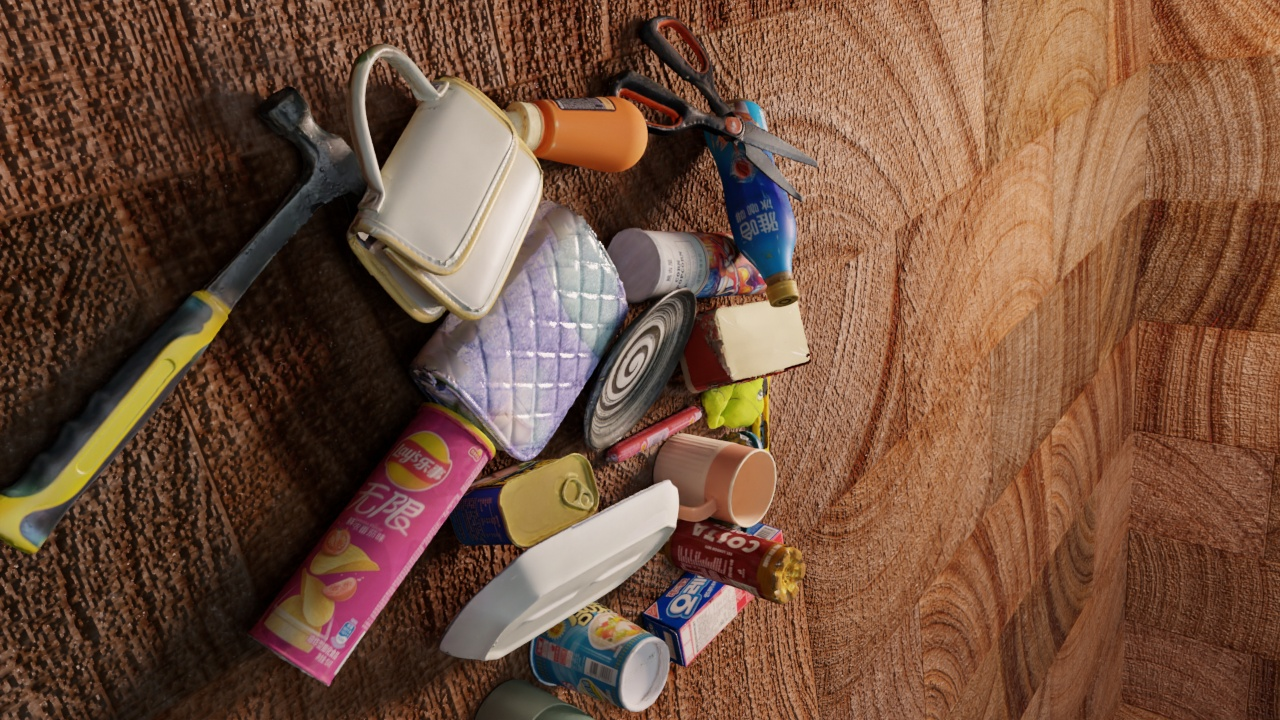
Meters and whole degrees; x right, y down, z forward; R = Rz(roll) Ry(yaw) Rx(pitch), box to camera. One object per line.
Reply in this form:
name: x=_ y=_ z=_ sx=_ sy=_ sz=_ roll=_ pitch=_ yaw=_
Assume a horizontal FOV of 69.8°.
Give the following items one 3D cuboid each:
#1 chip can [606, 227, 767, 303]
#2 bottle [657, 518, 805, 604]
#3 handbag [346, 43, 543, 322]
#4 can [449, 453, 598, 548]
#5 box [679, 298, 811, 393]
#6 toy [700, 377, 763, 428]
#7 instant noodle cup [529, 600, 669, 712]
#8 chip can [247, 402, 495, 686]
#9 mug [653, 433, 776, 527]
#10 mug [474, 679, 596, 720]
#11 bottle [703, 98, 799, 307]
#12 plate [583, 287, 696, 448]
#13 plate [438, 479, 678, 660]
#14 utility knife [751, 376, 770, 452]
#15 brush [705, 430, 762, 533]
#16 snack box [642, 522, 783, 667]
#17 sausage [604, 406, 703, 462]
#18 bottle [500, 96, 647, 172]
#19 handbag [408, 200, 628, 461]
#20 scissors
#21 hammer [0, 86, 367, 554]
chip can: x=0.061 y=-0.098 z=0.941 sx=0.214 sy=0.071 sz=0.071 roll=-8 pitch=103 yaw=-49
bottle: x=0.080 y=0.198 z=0.944 sx=0.057 sy=0.175 sz=0.057 roll=-14 pitch=108 yaw=-47
handbag: x=-0.152 y=-0.135 z=0.667 sx=0.179 sy=0.063 sz=0.163 roll=52 pitch=47 yaw=-44
can: x=-0.101 y=0.120 z=0.781 sx=0.101 sy=0.083 sz=0.057 roll=-20 pitch=96 yaw=-45
box: x=0.120 y=-0.024 z=1.003 sx=0.168 sy=0.077 sz=0.091 roll=-12 pitch=87 yaw=-48
toy: x=0.107 y=0.044 z=1.054 sx=0.100 sy=0.031 sz=0.096 roll=45 pitch=64 yaw=-39
instant noodle cup: x=-0.035 y=0.282 z=0.880 sx=0.099 sy=0.110 sz=0.099 roll=-12 pitch=107 yaw=-46
chip can: x=-0.198 y=0.133 z=0.691 sx=0.210 sy=0.071 sz=0.071 roll=-56 pitch=134 yaw=-25
mug: x=0.068 y=0.131 z=0.969 sx=0.114 sy=0.106 sz=0.082 roll=-32 pitch=121 yaw=-41
mug: x=-0.083 y=0.359 z=0.843 sx=0.082 sy=0.106 sz=0.112 roll=-52 pitch=133 yaw=-30
bottle: x=0.118 y=-0.158 z=0.929 sx=0.065 sy=0.065 sz=0.218 roll=9 pitch=63 yaw=-50
plate: x=-0.005 y=0.005 z=0.883 sx=0.179 sy=0.024 sz=0.180 roll=-50 pitch=160 yaw=-26
plate: x=-0.058 y=0.192 z=0.820 sx=0.265 sy=0.034 sz=0.162 roll=-19 pitch=151 yaw=-46
utility knife: x=0.148 y=0.053 z=1.114 sx=0.033 sy=0.015 sz=0.168 roll=-18 pitch=112 yaw=-43
brush: x=0.113 y=0.153 z=1.064 sx=0.073 sy=0.055 sz=0.144 roll=11 pitch=89 yaw=-49
snack box: x=0.088 y=0.263 z=1.059 sx=0.206 sy=0.057 sz=0.058 roll=-33 pitch=124 yaw=-41
sausage: x=0.017 y=0.077 z=0.966 sx=0.155 sy=0.020 sz=0.020 roll=-23 pitch=115 yaw=-44
bottle: x=-0.064 y=-0.197 z=0.787 sx=0.149 sy=0.067 sz=0.067 roll=-7 pitch=103 yaw=-41
handbag: x=-0.097 y=-0.022 z=0.770 sx=0.193 sy=0.076 sz=0.134 roll=-57 pitch=140 yaw=-26
scissors: x=0.076 y=-0.246 z=0.886 sx=0.226 sy=0.022 sz=0.197 roll=0 pitch=80 yaw=-21
hammer: x=-0.284 y=-0.021 z=0.589 sx=0.322 sy=0.032 sz=0.126 roll=-58 pitch=134 yaw=-23
